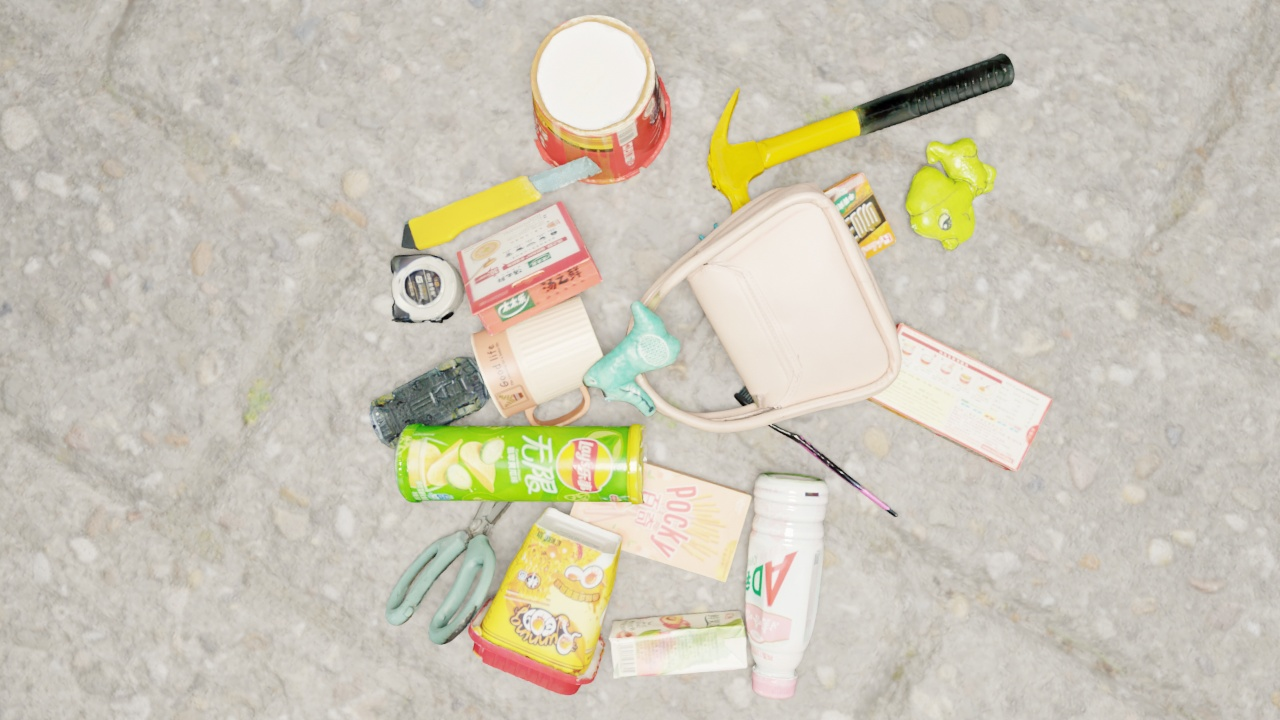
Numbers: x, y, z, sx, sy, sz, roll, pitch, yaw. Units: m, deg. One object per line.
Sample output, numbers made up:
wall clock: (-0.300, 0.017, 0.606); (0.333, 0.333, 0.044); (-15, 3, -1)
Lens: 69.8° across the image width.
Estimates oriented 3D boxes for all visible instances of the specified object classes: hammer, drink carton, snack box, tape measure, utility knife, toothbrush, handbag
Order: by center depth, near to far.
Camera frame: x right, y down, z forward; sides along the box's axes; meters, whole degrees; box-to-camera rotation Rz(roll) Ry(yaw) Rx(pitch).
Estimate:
handbag: (0.096, -0.029, 0.818); (0.234, 0.093, 0.193); (-28, 99, 9)
snack box: (-0.100, -0.079, 0.826); (0.113, 0.127, 0.044); (-26, 126, 0)
drink carton: (0.035, 0.259, 0.834); (0.122, 0.053, 0.045); (-5, 90, 1)
snack box: (0.293, 0.034, 0.854); (0.156, 0.027, 0.077); (27, 88, 3)
snack box: (0.017, 0.142, 0.855); (0.157, 0.026, 0.084); (17, 87, 3)
utility knife: (-0.133, -0.146, 0.856); (0.217, 0.015, 0.033); (-17, 94, 19)
snack box: (0.155, -0.106, 0.859); (0.153, 0.026, 0.075); (-30, 100, -1)
toothbrush: (0.166, 0.086, 0.862); (0.189, 0.014, 0.017); (37, 78, 3)
hammer: (0.207, -0.228, 0.872); (0.301, 0.033, 0.128); (-19, 87, 0)
tape measure: (-0.203, -0.068, 0.873); (0.066, 0.033, 0.065); (0, 88, 4)

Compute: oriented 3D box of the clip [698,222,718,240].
clip: (0.080, -0.104, 0.877); (0.047, 0.014, 0.057); (-35, 89, 2)

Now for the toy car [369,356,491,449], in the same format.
toy car: (-0.197, 0.040, 0.865); (0.121, 0.036, 0.054); (-26, 87, 10)

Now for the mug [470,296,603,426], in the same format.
mug: (-0.086, 0.009, 0.847); (0.106, 0.081, 0.114); (-21, 112, -1)

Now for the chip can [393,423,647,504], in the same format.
chip can: (-0.106, 0.091, 0.815); (0.221, 0.072, 0.072); (0, 86, 5)

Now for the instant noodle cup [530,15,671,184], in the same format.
instant noodle cup: (-0.038, -0.242, 0.842); (0.138, 0.108, 0.138); (0, 86, 1)

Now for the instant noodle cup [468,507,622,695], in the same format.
instant noodle cup: (-0.074, 0.205, 0.804); (0.116, 0.116, 0.123); (21, 94, 3)

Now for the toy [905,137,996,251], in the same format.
toy: (0.289, -0.159, 0.866); (0.100, 0.031, 0.096); (-34, 86, -5)

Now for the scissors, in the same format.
scissors: (-0.154, 0.180, 0.814); (0.177, 0.171, 0.019); (-47, 118, -8)

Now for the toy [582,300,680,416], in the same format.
toy: (-0.005, 0.005, 0.804); (0.092, 0.030, 0.096); (-37, 114, 14)

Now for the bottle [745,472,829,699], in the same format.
bottle: (0.129, 0.203, 0.829); (0.068, 0.068, 0.197); (5, 89, 2)
